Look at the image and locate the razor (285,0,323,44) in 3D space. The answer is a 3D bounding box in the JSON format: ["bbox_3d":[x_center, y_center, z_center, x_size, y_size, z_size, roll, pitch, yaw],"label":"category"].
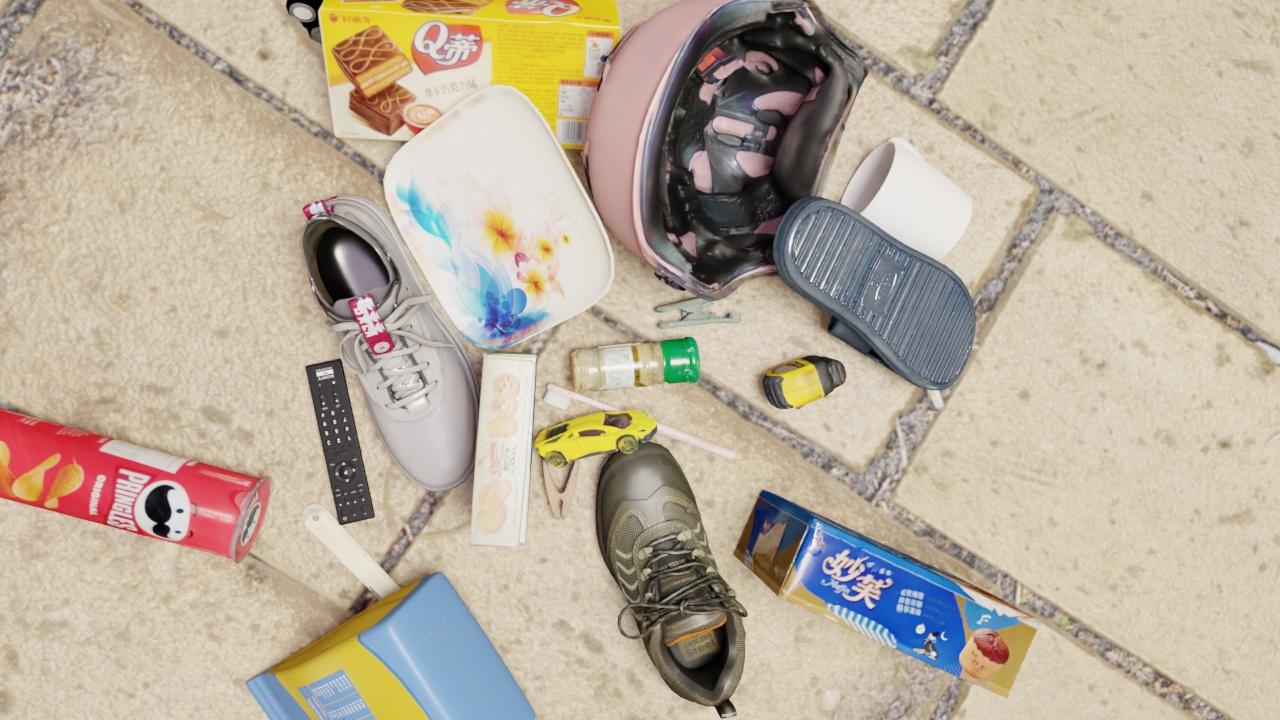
[{"bbox_3d":[-0.231,-0.338,0.766,0.060,0.057,0.156,22,79,22],"label":"razor"}]

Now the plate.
[{"bbox_3d":[-0.115,-0.111,0.745,0.187,0.016,0.187,-23,99,35],"label":"plate"}]

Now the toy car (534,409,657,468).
[{"bbox_3d":[-0.038,0.063,0.785,0.107,0.049,0.030,-11,109,6],"label":"toy car"}]

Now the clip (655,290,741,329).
[{"bbox_3d":[0.053,-0.037,0.817,0.078,0.023,0.049,-22,92,-8],"label":"clip"}]

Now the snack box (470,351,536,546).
[{"bbox_3d":[-0.108,0.064,0.738,0.042,0.145,0.144,4,90,-6],"label":"snack box"}]

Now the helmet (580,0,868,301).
[{"bbox_3d":[0.050,-0.178,0.721,0.254,0.152,0.230,-17,128,-45],"label":"helmet"}]

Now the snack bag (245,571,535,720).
[{"bbox_3d":[-0.215,0.291,0.755,0.206,0.102,0.159,-31,94,21],"label":"snack bag"}]

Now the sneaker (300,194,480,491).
[{"bbox_3d":[-0.201,-0.013,0.735,0.096,0.129,0.263,-23,96,-4],"label":"sneaker"}]

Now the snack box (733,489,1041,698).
[{"bbox_3d":[0.197,0.189,0.770,0.202,0.155,0.069,25,87,-7],"label":"snack box"}]

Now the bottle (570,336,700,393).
[{"bbox_3d":[-0.005,0.005,0.801,0.111,0.043,0.043,-6,91,-6],"label":"bottle"}]

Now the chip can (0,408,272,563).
[{"bbox_3d":[-0.426,0.098,0.738,0.233,0.073,0.073,17,89,-6],"label":"chip can"}]

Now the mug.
[{"bbox_3d":[0.239,-0.149,0.816,0.087,0.081,0.114,27,57,-12],"label":"mug"}]

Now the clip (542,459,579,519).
[{"bbox_3d":[-0.065,0.109,0.806,0.039,0.024,0.060,-13,102,-4],"label":"clip"}]

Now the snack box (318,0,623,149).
[{"bbox_3d":[-0.133,-0.238,0.745,0.230,0.061,0.110,1,131,-7],"label":"snack box"}]

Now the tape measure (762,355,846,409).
[{"bbox_3d":[0.140,0.021,0.806,0.064,0.065,0.037,-21,97,-11],"label":"tape measure"}]

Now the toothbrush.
[{"bbox_3d":[0.001,0.058,0.816,0.181,0.015,0.018,20,95,-6],"label":"toothbrush"}]

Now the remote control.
[{"bbox_3d":[-0.257,0.070,0.787,0.030,0.009,0.140,-12,90,-6],"label":"remote control"}]

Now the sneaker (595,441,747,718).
[{"bbox_3d":[0.025,0.188,0.756,0.101,0.143,0.238,-20,93,-6],"label":"sneaker"}]

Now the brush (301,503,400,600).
[{"bbox_3d":[-0.214,0.206,0.796,0.033,0.012,0.217,-43,93,-4],"label":"brush"}]

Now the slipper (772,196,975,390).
[{"bbox_3d":[0.194,-0.061,0.793,0.263,0.082,0.101,29,89,-34],"label":"slipper"}]
